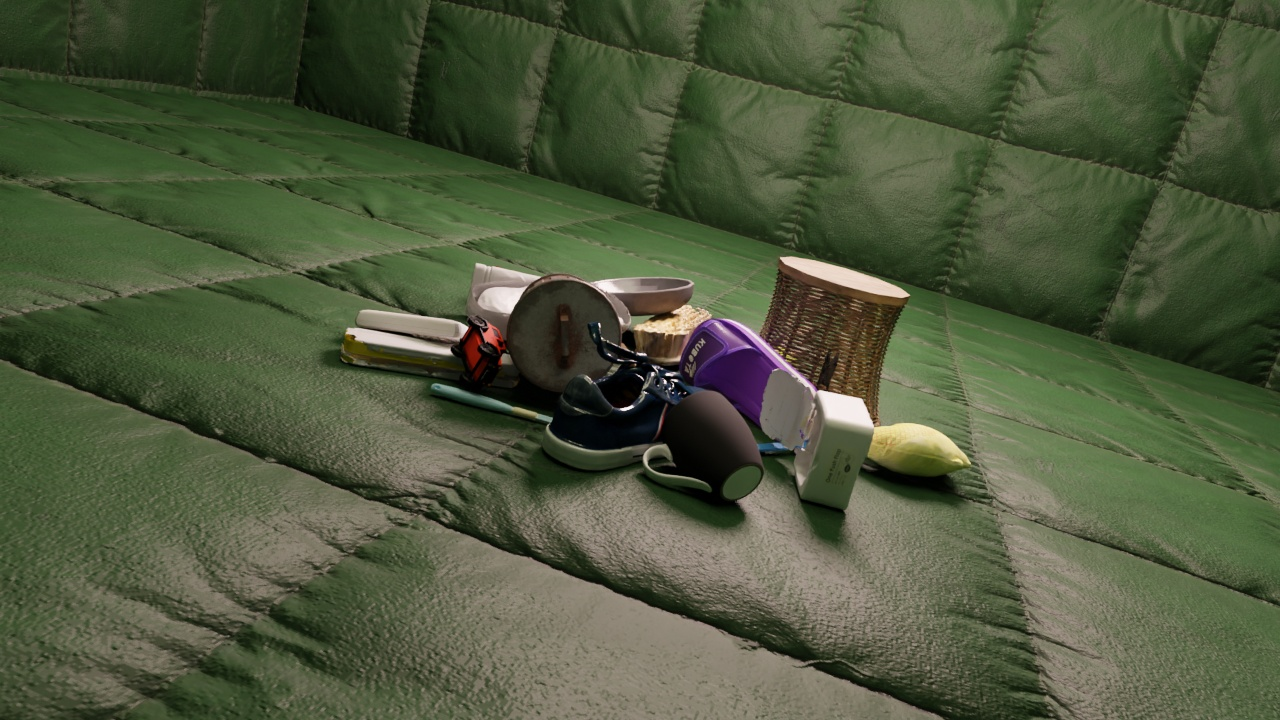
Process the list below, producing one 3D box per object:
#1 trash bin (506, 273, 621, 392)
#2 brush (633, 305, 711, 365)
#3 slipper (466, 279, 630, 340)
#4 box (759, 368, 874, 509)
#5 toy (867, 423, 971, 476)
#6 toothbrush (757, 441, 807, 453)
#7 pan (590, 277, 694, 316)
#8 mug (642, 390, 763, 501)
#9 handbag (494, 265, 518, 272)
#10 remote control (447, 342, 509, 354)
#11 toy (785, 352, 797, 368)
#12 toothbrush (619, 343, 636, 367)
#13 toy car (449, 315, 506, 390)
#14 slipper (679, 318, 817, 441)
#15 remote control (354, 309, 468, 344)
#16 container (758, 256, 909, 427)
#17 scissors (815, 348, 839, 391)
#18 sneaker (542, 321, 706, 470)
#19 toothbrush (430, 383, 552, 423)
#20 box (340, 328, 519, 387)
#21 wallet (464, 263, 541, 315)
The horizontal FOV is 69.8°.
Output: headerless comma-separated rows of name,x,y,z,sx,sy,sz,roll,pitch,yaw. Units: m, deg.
trash bin,-0.096,-0.040,1.123,0.131,0.131,0.211,13,7,-8
brush,0.052,-0.042,1.434,0.083,0.057,0.270,10,14,14
slipper,-0.127,-0.062,1.305,0.246,0.075,0.112,0,62,-29
box,0.203,0.082,1.047,0.083,0.111,0.190,9,20,-17
toy,0.344,0.112,1.175,0.155,0.064,0.170,12,4,40
toothbrush,0.151,0.108,1.103,0.166,0.014,0.016,0,23,-32
pan,-0.063,-0.112,1.520,0.178,0.041,0.358,-13,16,-40
mug,0.064,0.100,0.948,0.118,0.085,0.100,-23,45,-15
handbag,-0.158,-0.095,1.439,0.167,0.063,0.138,26,10,36
remote control,-0.225,-0.018,1.175,0.152,0.020,0.041,17,17,6
toy,0.215,-0.003,1.497,0.093,0.036,0.094,8,23,-12
toothbrush,-0.008,0.008,1.292,0.016,0.016,0.167,8,18,-21
toy car,-0.178,-0.008,1.039,0.048,0.051,0.100,22,22,-33
slipper,0.120,0.021,1.213,0.083,0.107,0.266,1,25,-34
remote control,-0.278,-0.040,1.131,0.138,0.025,0.060,7,-7,7
container,0.263,-0.028,1.323,0.227,0.196,0.226,14,16,-4
scissors,0.240,0.045,1.174,0.131,0.170,0.012,34,49,-14
sneaker,0.010,0.033,1.025,0.121,0.127,0.293,27,17,31
toothbrush,-0.156,0.050,1.011,0.155,0.022,0.016,15,-26,0
box,-0.246,-0.004,1.088,0.209,0.033,0.064,10,14,-19
wallet,-0.194,-0.091,1.337,0.116,0.086,0.032,9,11,-8
